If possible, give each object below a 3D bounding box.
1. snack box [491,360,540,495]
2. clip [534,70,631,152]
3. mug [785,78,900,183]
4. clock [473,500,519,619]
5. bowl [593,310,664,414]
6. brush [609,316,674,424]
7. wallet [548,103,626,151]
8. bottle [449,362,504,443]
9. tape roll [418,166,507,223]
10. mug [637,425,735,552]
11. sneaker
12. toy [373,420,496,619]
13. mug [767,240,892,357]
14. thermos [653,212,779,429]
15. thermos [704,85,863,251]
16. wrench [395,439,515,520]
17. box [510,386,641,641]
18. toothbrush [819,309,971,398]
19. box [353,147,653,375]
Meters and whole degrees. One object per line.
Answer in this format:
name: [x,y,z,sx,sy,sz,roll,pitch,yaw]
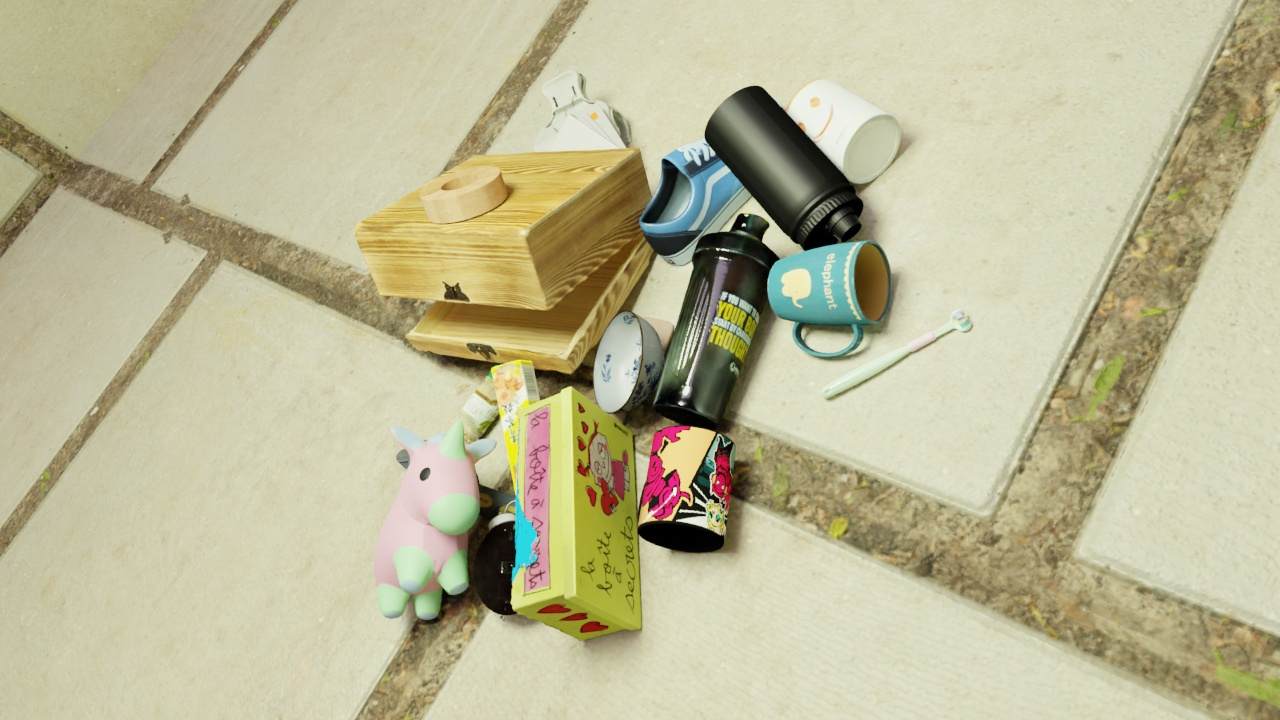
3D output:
snack box: [-0.130,0.075,1.023,0.040,0.029,0.148,-16,81,23]
clip: [-0.083,-0.320,1.271,0.127,0.101,0.152,-20,66,21]
mug: [0.221,-0.253,1.012,0.082,0.082,0.105,-43,48,2]
clock: [-0.126,0.205,0.955,0.095,0.035,0.122,-11,69,30]
bowl: [-0.006,0.006,0.986,0.115,0.045,0.114,-35,49,55]
brush: [-0.003,0.016,1.033,0.050,0.015,0.135,14,75,35]
wallet: [-0.063,-0.269,1.200,0.118,0.037,0.115,38,107,21]
bottle: [-0.184,0.048,1.111,0.043,0.043,0.111,29,80,42]
tape roll: [-0.196,-0.185,1.018,0.094,0.027,0.093,-12,30,7]
mug: [0.035,0.130,0.893,0.118,0.081,0.098,-31,42,51]
sneaker: [0.085,-0.230,1.076,0.083,0.098,0.241,29,79,42]
toy: [-0.234,0.178,0.998,0.223,0.120,0.171,-47,42,42]
mug: [0.185,-0.059,0.917,0.104,0.084,0.112,-1,89,40]
thermos: [0.080,-0.041,0.964,0.098,0.098,0.220,7,70,37]
thermos: [0.160,-0.197,0.985,0.086,0.086,0.198,-38,67,6]
wrench: [-0.195,0.153,1.058,0.274,0.022,0.073,16,75,37]
box: [-0.062,0.153,0.907,0.079,0.124,0.220,-23,49,22]
toothbrush: [0.241,-0.003,0.878,0.155,0.015,0.022,-30,83,14]
box: [-0.144,-0.134,1.120,0.280,0.192,0.250,5,37,36]
